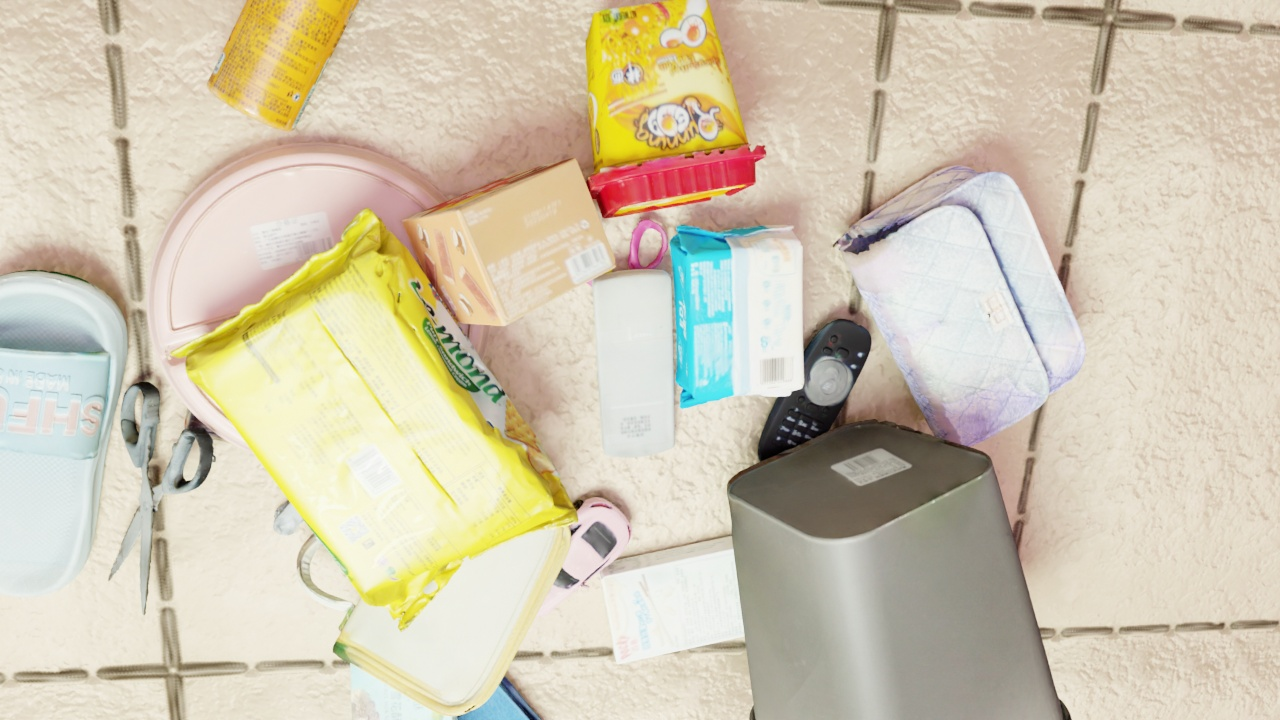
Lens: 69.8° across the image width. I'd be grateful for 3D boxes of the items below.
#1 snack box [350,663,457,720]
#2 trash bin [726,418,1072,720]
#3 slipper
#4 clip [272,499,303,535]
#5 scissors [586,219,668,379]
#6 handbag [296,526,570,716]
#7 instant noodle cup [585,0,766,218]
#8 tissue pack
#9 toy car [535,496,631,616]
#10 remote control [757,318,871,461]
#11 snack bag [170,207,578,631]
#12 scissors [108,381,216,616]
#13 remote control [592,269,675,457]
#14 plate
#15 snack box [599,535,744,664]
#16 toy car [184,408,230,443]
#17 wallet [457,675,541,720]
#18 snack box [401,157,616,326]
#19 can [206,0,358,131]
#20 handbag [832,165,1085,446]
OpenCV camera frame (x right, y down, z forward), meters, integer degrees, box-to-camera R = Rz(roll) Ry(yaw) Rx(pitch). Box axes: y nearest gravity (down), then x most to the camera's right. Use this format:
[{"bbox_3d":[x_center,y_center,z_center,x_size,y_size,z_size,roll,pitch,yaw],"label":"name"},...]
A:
[{"bbox_3d":[-0.179,0.277,0.702,0.074,0.052,0.174,-4,79,-8],"label":"snack box"},{"bbox_3d":[0.178,0.179,0.680,0.198,0.199,0.220,-20,106,-22],"label":"trash bin"},{"bbox_3d":[-0.421,0.057,0.624,0.104,0.074,0.246,10,105,-11],"label":"slipper"},{"bbox_3d":[-0.254,0.107,0.694,0.056,0.029,0.024,-43,110,-3],"label":"clip"},{"bbox_3d":[-0.009,-0.047,0.692,0.105,0.017,0.136,-25,113,-3],"label":"scissors"},{"bbox_3d":[-0.158,0.154,0.681,0.179,0.063,0.163,24,73,11],"label":"handbag"},{"bbox_3d":[0.013,-0.167,0.615,0.116,0.116,0.123,-11,96,-7],"label":"instant noodle cup"},{"bbox_3d":[0.070,-0.033,0.681,0.090,0.063,0.140,-7,108,-9],"label":"tissue pack"},{"bbox_3d":[-0.061,0.160,0.731,0.122,0.037,0.056,-41,106,5],"label":"toy car"},{"bbox_3d":[0.136,0.029,0.730,0.053,0.024,0.136,24,101,-17],"label":"remote control"},{"bbox_3d":[-0.169,0.047,0.596,0.158,0.068,0.246,-32,105,2],"label":"snack bag"},{"bbox_3d":[-0.351,0.097,0.658,0.160,0.014,0.173,-17,88,31],"label":"scissors"},{"bbox_3d":[-0.004,0.004,0.695,0.058,0.021,0.150,-6,115,-8],"label":"remote control"},{"bbox_3d":[-0.217,-0.034,0.635,0.229,0.028,0.229,-3,100,-16],"label":"plate"},{"bbox_3d":[0.048,0.195,0.763,0.156,0.027,0.085,-10,108,-6],"label":"snack box"},{"bbox_3d":[-0.280,0.046,0.664,0.090,0.035,0.042,16,104,-15],"label":"toy car"},{"bbox_3d":[-0.151,0.324,0.764,0.133,0.040,0.106,-33,112,-1],"label":"wallet"},{"bbox_3d":[-0.088,-0.078,0.610,0.092,0.094,0.077,-31,110,-29],"label":"snack box"},{"bbox_3d":[-0.218,-0.222,0.584,0.058,0.058,0.146,28,99,-16],"label":"can"},{"bbox_3d":[0.248,-0.043,0.701,0.134,0.075,0.194,-32,107,1],"label":"handbag"}]
